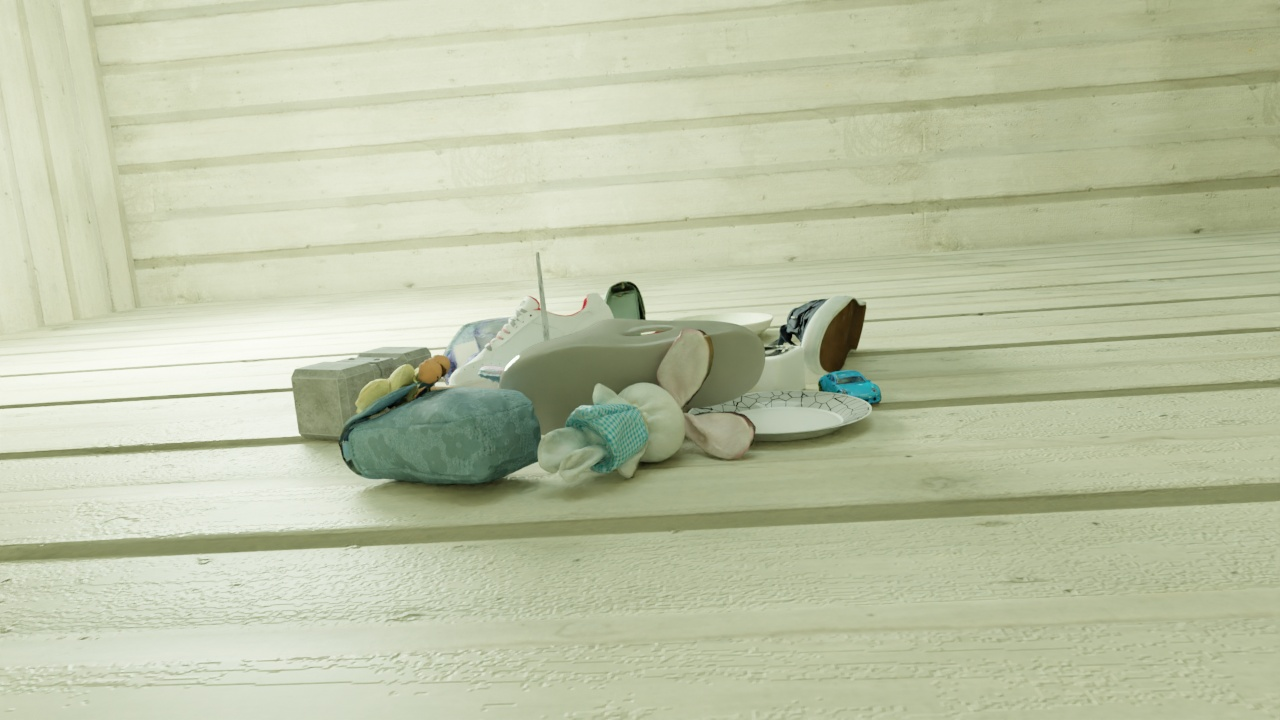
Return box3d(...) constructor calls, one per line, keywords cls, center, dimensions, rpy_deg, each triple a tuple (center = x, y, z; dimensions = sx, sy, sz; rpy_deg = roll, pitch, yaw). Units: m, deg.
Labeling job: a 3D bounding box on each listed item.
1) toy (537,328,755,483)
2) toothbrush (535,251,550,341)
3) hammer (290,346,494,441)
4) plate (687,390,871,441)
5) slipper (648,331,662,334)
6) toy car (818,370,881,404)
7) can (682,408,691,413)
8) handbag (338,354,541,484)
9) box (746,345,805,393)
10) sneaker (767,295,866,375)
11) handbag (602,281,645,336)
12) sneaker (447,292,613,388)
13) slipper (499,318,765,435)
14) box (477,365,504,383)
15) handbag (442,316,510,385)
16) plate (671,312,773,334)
box3d(cls="toy", center=(-0.008, 0.068, 0.838), dimensions=(0.204, 0.131, 0.106), rpy_deg=(-22, -12, -37))
box3d(cls="toothbrush", center=(-0.112, -0.041, 1.110), dimensions=(0.010, 0.182, 0.010), rpy_deg=(11, 22, 43))
box3d(cls="hammer", center=(-0.222, 0.038, 1.046), dimensions=(0.318, 0.083, 0.162), rpy_deg=(1, 11, 27))
box3d(cls="plate", center=(0.144, 0.060, 0.958), dimensions=(0.188, 0.016, 0.188), rpy_deg=(-4, 10, 1))
box3d(cls="slipper", center=(0.056, -0.019, 1.333), dimensions=(0.103, 0.059, 0.249), rpy_deg=(-7, 12, -13))
box3d(cls="toy car", center=(0.239, 0.030, 1.049), dimensions=(0.048, 0.032, 0.105), rpy_deg=(-5, 11, -8))
box3d(cls="can", center=(0.039, 0.037, 1.027), dimensions=(0.054, 0.054, 0.135), rpy_deg=(0, 10, 21))
box3d(cls="handbag", center=(-0.186, 0.054, 0.844), dimensions=(0.192, 0.118, 0.121), rpy_deg=(-3, 8, 39))
box3d(cls="box", center=(0.139, -0.003, 1.113), dimensions=(0.107, 0.091, 0.102), rpy_deg=(4, 14, 31))
box3d(cls="sneaker", center=(0.231, -0.042, 1.262), dimensions=(0.127, 0.121, 0.294), rpy_deg=(12, 12, 17))
box3d(cls="handbag", center=(-0.029, -0.051, 1.348), dimensions=(0.067, 0.106, 0.122), rpy_deg=(3, -10, -6))
box3d(cls="sneaker", center=(-0.149, -0.027, 1.206), dimensions=(0.236, 0.104, 0.090), rpy_deg=(-20, 1, -2))
box3d(cls="slipper", center=(-0.011, 0.002, 0.924), dimensions=(0.265, 0.113, 0.080), rpy_deg=(-11, 37, -7))
box3d(cls="box", center=(-0.101, 0.043, 1.069), dimensions=(0.215, 0.065, 0.078), rpy_deg=(4, 0, 41))
box3d(cls="handbag", center=(-0.193, -0.006, 1.312), dimensions=(0.158, 0.069, 0.127), rpy_deg=(-8, -21, -34))
box3d(cls="plate", center=(0.135, -0.053, 1.560), dimensions=(0.182, 0.034, 0.182), rpy_deg=(-4, 10, 1))
